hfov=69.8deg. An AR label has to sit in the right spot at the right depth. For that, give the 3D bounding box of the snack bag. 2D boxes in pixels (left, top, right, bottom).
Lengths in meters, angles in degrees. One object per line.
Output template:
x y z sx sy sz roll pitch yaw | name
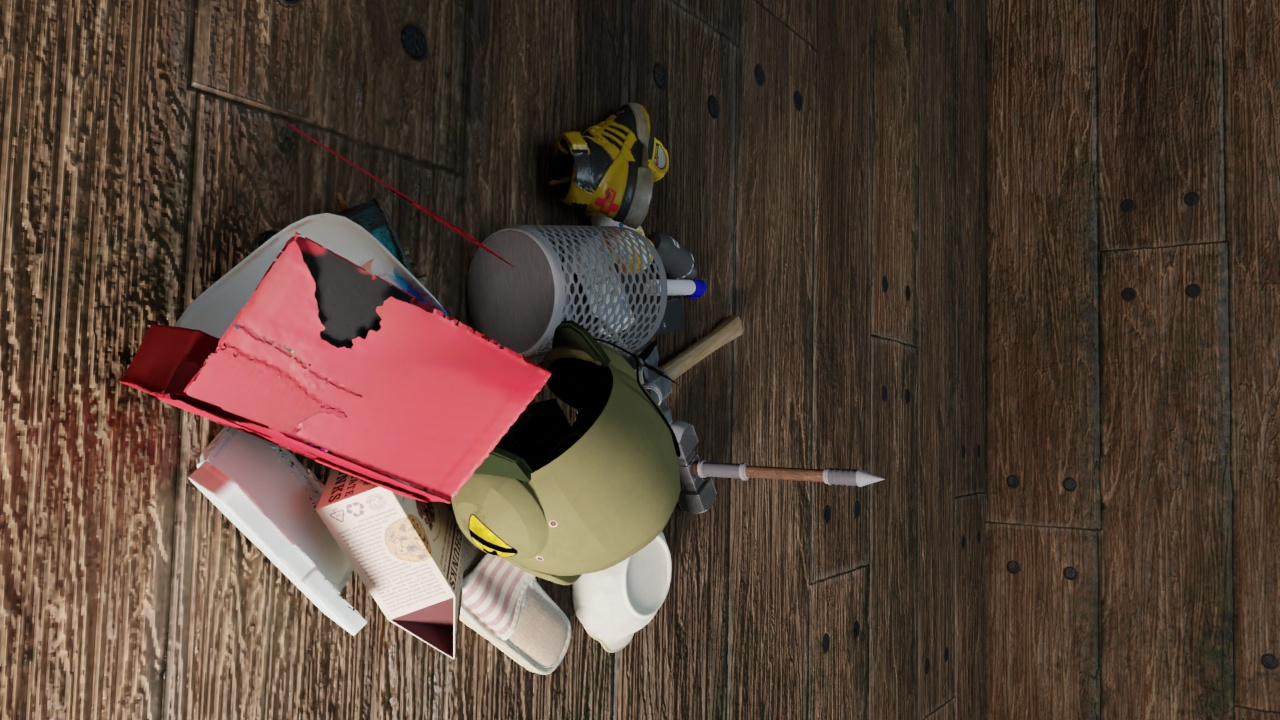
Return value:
-0.221 0.184 0.887 0.094 0.070 0.206 -101 170 -63 | snack bag

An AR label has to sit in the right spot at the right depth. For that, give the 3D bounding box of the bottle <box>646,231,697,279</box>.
0.047 -0.148 1.332 0.112 0.047 0.047 31 64 -50 | bottle

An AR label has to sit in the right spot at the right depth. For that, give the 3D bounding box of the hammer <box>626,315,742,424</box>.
0.073 -0.005 1.368 0.321 0.051 0.117 -33 116 -53 | hammer

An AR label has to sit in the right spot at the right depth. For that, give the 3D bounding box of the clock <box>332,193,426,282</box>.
-0.239 -0.072 0.857 0.073 0.121 0.158 -23 123 -15 | clock

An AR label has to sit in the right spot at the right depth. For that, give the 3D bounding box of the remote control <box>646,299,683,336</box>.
0.020 -0.058 1.324 0.146 0.008 0.045 -18 103 -53 | remote control

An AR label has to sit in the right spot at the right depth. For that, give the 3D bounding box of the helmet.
-0.086 0.109 0.936 0.233 0.256 0.249 57 48 -28 | helmet

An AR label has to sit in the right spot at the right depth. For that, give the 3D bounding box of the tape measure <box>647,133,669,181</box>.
0.010 -0.282 1.290 0.064 0.037 0.065 29 52 -45 | tape measure

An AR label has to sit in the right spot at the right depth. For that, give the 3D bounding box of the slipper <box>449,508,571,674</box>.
-0.144 0.267 1.046 0.114 0.052 0.263 -59 134 -35 | slipper

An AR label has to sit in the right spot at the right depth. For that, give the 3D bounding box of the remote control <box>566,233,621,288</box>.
-0.051 -0.096 1.201 0.050 0.011 0.136 -28 117 -13 | remote control

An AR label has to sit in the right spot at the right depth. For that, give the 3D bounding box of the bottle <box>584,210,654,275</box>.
-0.029 -0.165 1.212 0.109 0.063 0.063 53 48 -28 | bottle

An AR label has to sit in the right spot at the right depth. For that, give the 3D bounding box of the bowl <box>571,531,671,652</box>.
-0.011 0.283 1.226 0.188 0.060 0.219 -5 92 -55 | bowl

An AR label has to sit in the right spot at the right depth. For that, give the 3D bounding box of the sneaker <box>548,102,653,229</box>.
-0.053 -0.264 1.167 0.122 0.086 0.238 13 40 -16 | sneaker

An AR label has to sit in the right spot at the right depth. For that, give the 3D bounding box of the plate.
-0.274 -0.023 0.786 0.187 0.016 0.187 -38 130 2 | plate

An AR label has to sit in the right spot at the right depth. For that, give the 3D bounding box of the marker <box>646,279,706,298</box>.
0.053 -0.107 1.360 0.133 0.023 0.027 -7 116 -55 | marker

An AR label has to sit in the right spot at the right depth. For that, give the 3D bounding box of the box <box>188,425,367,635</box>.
-0.304 0.145 0.810 0.122 0.078 0.197 -80 149 -49 | box

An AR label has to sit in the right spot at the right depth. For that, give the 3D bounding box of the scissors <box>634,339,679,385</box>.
-0.010 0.004 1.173 0.012 0.170 0.158 -38 149 -24 | scissors

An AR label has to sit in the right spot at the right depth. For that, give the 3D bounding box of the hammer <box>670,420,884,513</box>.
0.178 0.155 1.268 0.042 0.323 0.156 -47 125 -45 | hammer

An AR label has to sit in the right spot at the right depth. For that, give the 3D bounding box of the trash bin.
-0.086 -0.079 1.054 0.183 0.157 0.156 -6 94 -52 | trash bin

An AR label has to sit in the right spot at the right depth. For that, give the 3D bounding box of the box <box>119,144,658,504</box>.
-0.200 0.022 0.644 0.211 0.379 0.123 31 54 -37 | box

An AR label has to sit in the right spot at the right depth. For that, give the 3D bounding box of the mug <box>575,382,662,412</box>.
-0.019 0.064 1.177 0.084 0.113 0.070 -77 147 -46 | mug
